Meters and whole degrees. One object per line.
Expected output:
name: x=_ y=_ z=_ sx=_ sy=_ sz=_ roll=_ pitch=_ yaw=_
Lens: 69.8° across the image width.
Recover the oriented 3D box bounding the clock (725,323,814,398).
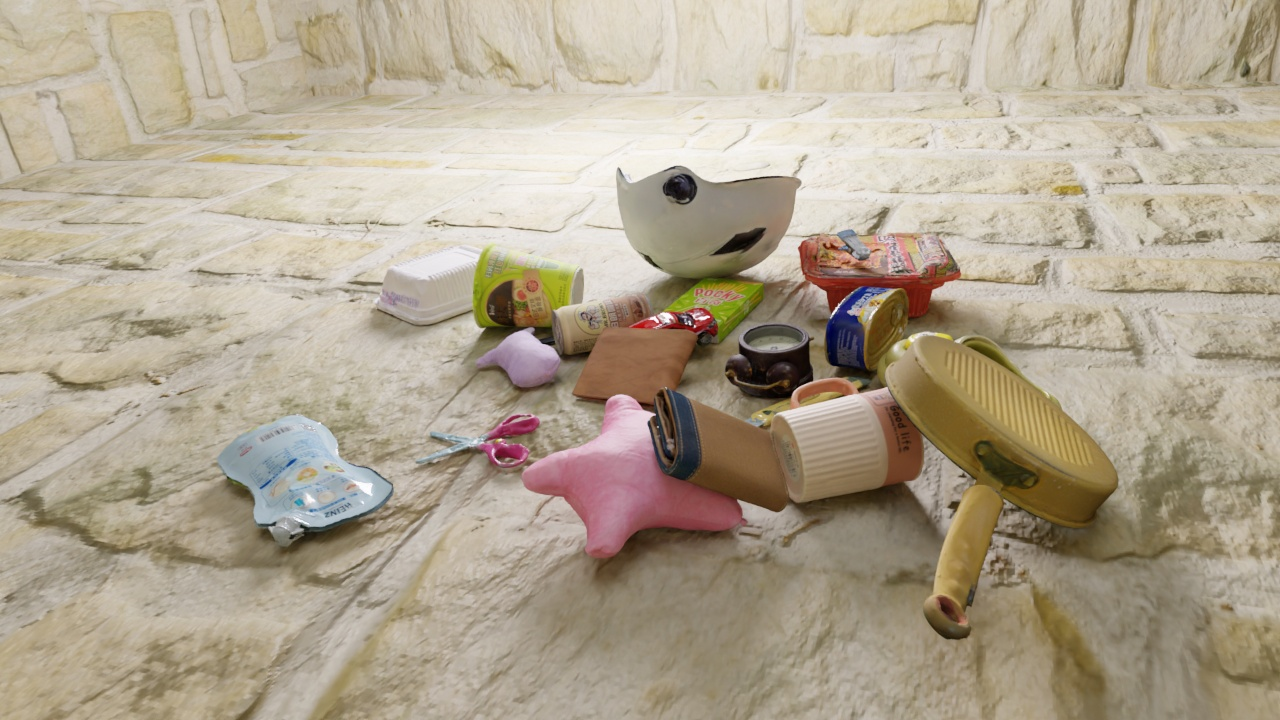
clock: x=0.138 y=0.004 z=0.971 sx=0.082 sy=0.055 sz=0.121 roll=10 pitch=30 yaw=27

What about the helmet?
helmet: x=0.090 y=-0.185 z=1.265 sx=0.259 sy=0.146 sz=0.228 roll=8 pitch=9 yaw=31

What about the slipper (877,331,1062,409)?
slipper: x=0.324 y=0.011 z=0.901 sx=0.091 sy=0.082 sz=0.191 roll=-18 pitch=31 yaw=-33

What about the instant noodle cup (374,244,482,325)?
instant noodle cup: x=-0.275 y=-0.113 z=1.289 sx=0.138 sy=0.060 sz=0.173 roll=20 pitch=35 yaw=41

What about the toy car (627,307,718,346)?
toy car: x=0.030 y=-0.030 z=1.060 sx=0.120 sy=0.045 sz=0.053 roll=-20 pitch=32 yaw=-9

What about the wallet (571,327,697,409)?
wallet: x=-0.006 y=0.006 z=0.991 sx=0.115 sy=0.020 sz=0.101 roll=6 pitch=52 yaw=27

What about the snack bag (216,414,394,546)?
snack bag: x=-0.312 y=0.107 z=0.844 sx=0.110 sy=0.039 sz=0.191 roll=-15 pitch=28 yaw=-35

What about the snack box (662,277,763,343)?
snack box: x=0.091 y=-0.067 z=1.169 sx=0.086 sy=0.026 sz=0.156 roll=10 pitch=28 yaw=26

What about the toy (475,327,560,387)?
toy: x=-0.135 y=-0.001 z=1.048 sx=0.083 sy=0.039 sz=0.108 roll=-34 pitch=38 yaw=-18

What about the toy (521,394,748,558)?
toy: x=0.004 y=0.102 z=0.764 sx=0.179 sy=0.075 sz=0.194 roll=22 pitch=36 yaw=22

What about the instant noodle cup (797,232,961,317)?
instant noodle cup: x=0.295 y=-0.108 z=1.161 sx=0.189 sy=0.079 sz=0.164 roll=0 pitch=25 yaw=9

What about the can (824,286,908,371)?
can: x=0.253 y=-0.037 z=1.022 sx=0.049 sy=0.075 sz=0.147 roll=8 pitch=26 yaw=31

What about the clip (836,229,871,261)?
clip: x=0.263 y=-0.139 z=1.124 sx=0.027 sy=0.045 sz=0.058 roll=-13 pitch=38 yaw=-12

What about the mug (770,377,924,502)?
mug: x=0.170 y=0.062 z=0.795 sx=0.106 sy=0.082 sz=0.114 roll=-11 pitch=47 yaw=-10

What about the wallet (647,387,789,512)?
wallet: x=0.064 y=0.073 z=0.752 sx=0.115 sy=0.033 sz=0.090 roll=21 pitch=34 yaw=-25

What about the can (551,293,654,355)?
can: x=-0.045 y=-0.043 z=1.099 sx=0.116 sy=0.058 sz=0.058 roll=-11 pitch=26 yaw=-14

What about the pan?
pan: x=0.256 y=0.087 z=0.682 sx=0.198 sy=0.078 sz=0.356 roll=35 pitch=25 yaw=9

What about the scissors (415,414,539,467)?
scissors: x=-0.155 y=0.078 z=0.909 sx=0.133 sy=0.017 sz=0.130 roll=8 pitch=29 yaw=32

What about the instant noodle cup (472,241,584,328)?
instant noodle cup: x=-0.138 y=-0.089 z=1.167 sx=0.123 sy=0.112 sz=0.111 roll=7 pitch=26 yaw=7

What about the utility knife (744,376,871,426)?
utility knife: x=0.160 y=0.046 z=0.932 sx=0.187 sy=0.020 sz=0.031 roll=-24 pitch=25 yaw=-27

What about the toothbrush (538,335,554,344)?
toothbrush: x=-0.097 y=-0.031 z=1.132 sx=0.189 sy=0.018 sz=0.014 roll=-13 pitch=28 yaw=-15
